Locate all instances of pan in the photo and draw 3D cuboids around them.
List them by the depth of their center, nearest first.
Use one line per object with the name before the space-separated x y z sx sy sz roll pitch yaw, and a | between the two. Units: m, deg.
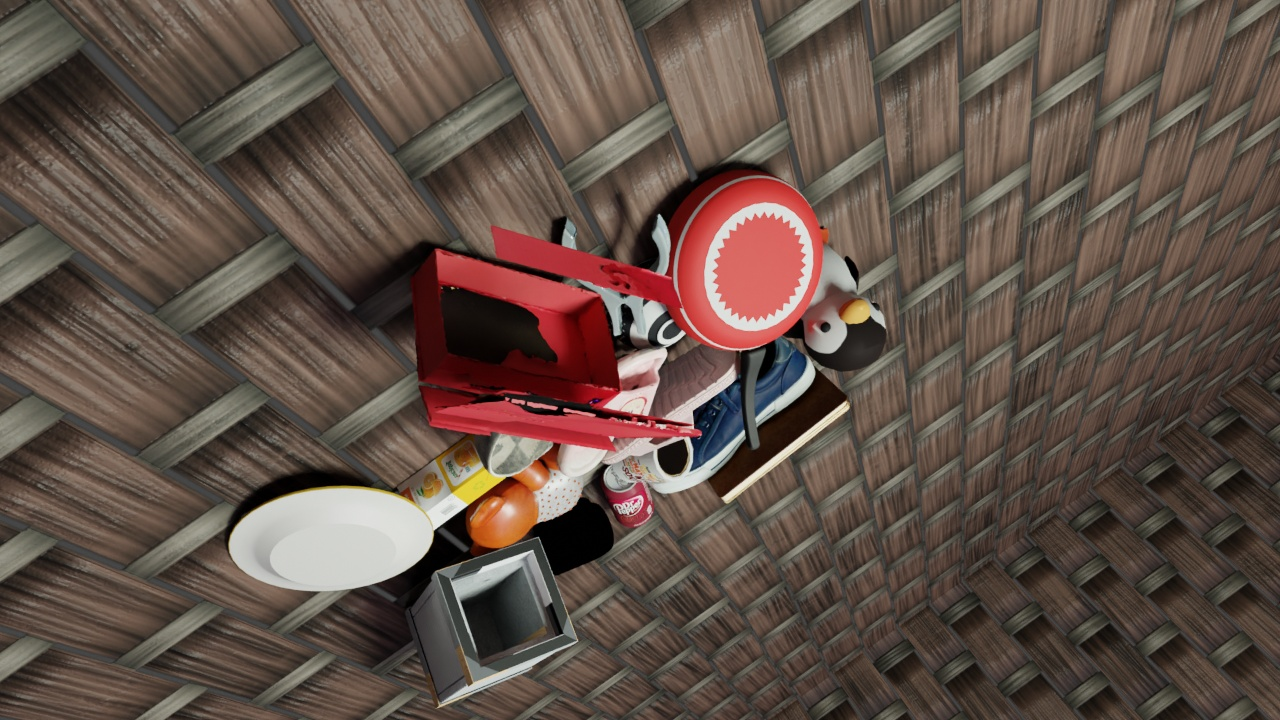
pan | 0.130 -0.045 1.083 0.208 0.067 0.356 -18 113 -22

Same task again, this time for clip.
clip | 0.006 -0.097 0.993 0.159 0.030 0.174 -13 133 20

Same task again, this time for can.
can | -0.019 0.198 1.364 0.063 0.063 0.114 -30 145 -10

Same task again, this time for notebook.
notebook | 0.181 0.095 1.338 0.225 0.167 0.024 -39 118 3

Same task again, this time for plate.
plate | -0.360 0.221 1.080 0.229 0.021 0.230 -9 140 -8

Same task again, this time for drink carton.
drink carton | -0.236 0.152 1.130 0.122 0.058 0.040 -36 145 -1

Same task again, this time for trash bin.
trash bin | -0.212 0.362 1.250 0.142 0.142 0.248 -14 161 -29

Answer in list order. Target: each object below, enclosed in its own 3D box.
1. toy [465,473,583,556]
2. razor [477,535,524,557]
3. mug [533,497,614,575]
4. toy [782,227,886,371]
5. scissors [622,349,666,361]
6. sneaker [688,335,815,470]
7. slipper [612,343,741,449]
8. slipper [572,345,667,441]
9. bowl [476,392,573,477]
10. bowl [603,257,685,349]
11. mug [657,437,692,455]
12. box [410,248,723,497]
toy | -0.159 0.182 1.214 0.172 0.093 0.164 -31 150 -30
razor | -0.179 0.254 1.328 0.144 0.022 0.042 -46 145 14
mug | -0.095 0.245 1.337 0.094 0.085 0.122 -17 135 -28
toy | 0.237 -0.055 1.185 0.158 0.184 0.140 -21 143 -21
scissors | -0.003 0.000 1.164 0.148 0.019 0.123 -50 156 -8
sneaker | 0.107 0.067 1.308 0.294 0.120 0.127 -42 122 4
slipper | 0.042 0.057 1.200 0.240 0.094 0.064 -36 133 18
slipper | -0.037 0.067 1.115 0.106 0.055 0.222 -13 143 -48
bowl | -0.135 0.044 1.058 0.178 0.081 0.179 -47 164 -18
bowl | 0.022 -0.056 1.103 0.120 0.066 0.120 -23 143 -19
mug | 0.016 0.116 1.272 0.073 0.105 0.090 11 166 -41
box | -0.092 0.031 0.871 0.210 0.318 0.121 14 117 -36
